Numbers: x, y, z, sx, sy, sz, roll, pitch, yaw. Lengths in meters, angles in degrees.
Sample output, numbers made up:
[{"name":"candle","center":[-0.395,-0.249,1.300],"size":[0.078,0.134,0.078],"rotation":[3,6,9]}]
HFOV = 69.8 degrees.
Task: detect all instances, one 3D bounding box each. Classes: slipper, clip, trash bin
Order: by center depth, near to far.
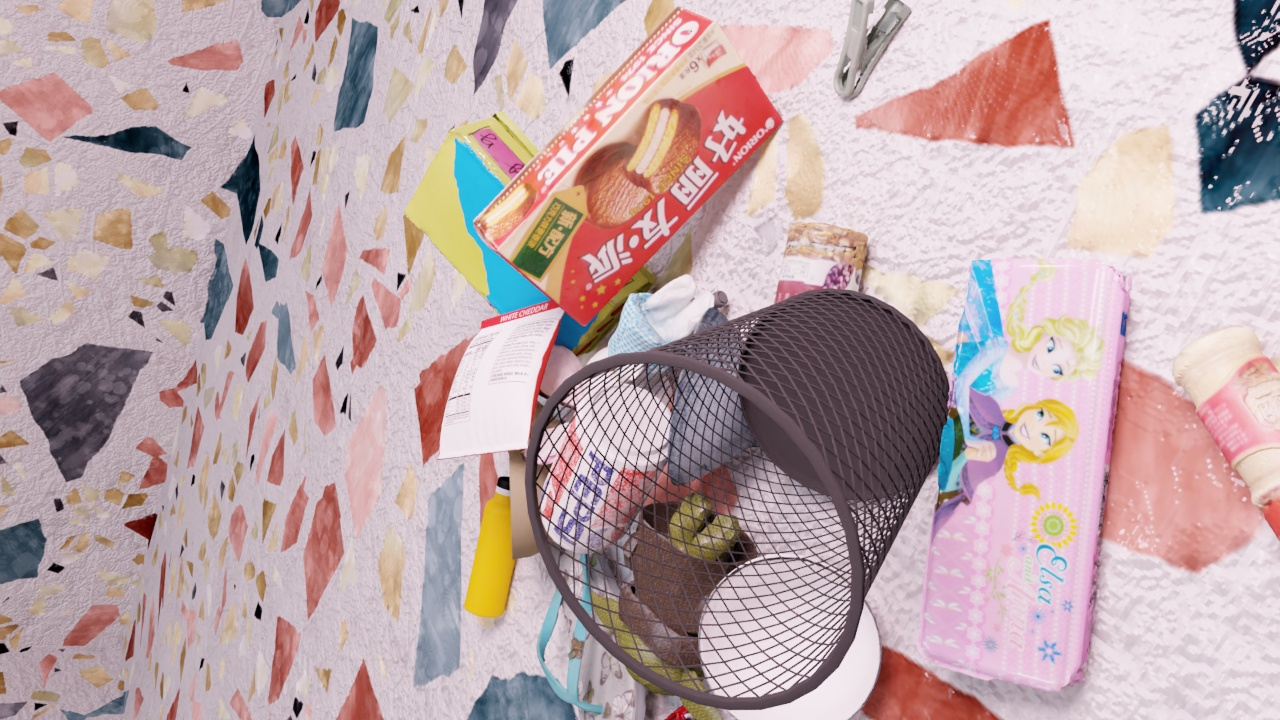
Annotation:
[{"name":"trash bin","center":[0.073,0.053,0.517],"size":[0.184,0.209,0.184],"rotation":[13,115,31]},{"name":"clip","center":[0.160,-0.224,0.659],"size":[0.023,0.059,0.076],"rotation":[62,142,43]},{"name":"slipper","center":[-0.056,0.223,0.811],"size":[0.098,0.054,0.268],"rotation":[-53,37,30]}]

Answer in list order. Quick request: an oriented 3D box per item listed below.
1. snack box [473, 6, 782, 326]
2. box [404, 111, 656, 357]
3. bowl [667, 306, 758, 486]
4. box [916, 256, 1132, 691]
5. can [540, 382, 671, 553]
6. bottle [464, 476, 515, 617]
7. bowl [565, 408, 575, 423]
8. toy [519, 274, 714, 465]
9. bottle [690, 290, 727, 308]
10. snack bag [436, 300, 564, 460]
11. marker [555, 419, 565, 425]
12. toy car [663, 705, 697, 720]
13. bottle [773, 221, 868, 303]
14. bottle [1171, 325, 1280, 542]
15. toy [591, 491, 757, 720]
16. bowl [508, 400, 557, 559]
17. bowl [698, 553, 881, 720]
[{"name":"snack box","center":[-0.009,-0.149,0.726],"size":[0.236,0.113,0.060],"rotation":[-45,43,3]},{"name":"box","center":[-0.104,-0.108,0.859],"size":[0.221,0.080,0.125],"rotation":[45,130,4]},{"name":"bowl","center":[0.067,0.032,0.681],"size":[0.057,0.137,0.137],"rotation":[12,92,15]},{"name":"box","center":[0.215,0.060,0.510],"size":[0.085,0.053,0.230],"rotation":[6,85,37]},{"name":"can","center":[-0.028,0.086,0.713],"size":[0.136,0.078,0.078],"rotation":[116,144,-43]},{"name":"bottle","center":[-0.151,0.195,0.970],"size":[0.043,0.043,0.143],"rotation":[18,96,54]},{"name":"bowl","center":[-0.041,0.064,0.852],"size":[0.110,0.040,0.109],"rotation":[-18,68,51]},{"name":"toy","center":[-0.005,0.004,0.770],"size":[0.206,0.105,0.130],"rotation":[-42,38,32]},{"name":"bottle","center":[0.033,-0.035,0.784],"size":[0.113,0.030,0.030],"rotation":[-26,62,49]},{"name":"snack bag","center":[-0.122,0.015,0.802],"size":[0.131,0.039,0.143],"rotation":[-12,56,43]},{"name":"marker","center":[-0.120,0.073,0.980],"size":[0.141,0.016,0.016],"rotation":[-8,75,53]},{"name":"toy car","center":[0.027,0.296,0.710],"size":[0.091,0.036,0.042],"rotation":[-57,40,39]},{"name":"bottle","center":[0.121,-0.040,0.641],"size":[0.056,0.056,0.105],"rotation":[13,92,54]},{"name":"bottle","center":[0.284,0.037,0.412],"size":[0.044,0.044,0.109],"rotation":[-45,47,39]},{"name":"toy","center":[0.032,0.178,0.693],"size":[0.179,0.078,0.153],"rotation":[32,113,47]},{"name":"bowl","center":[-0.096,0.107,0.854],"size":[0.152,0.050,0.152],"rotation":[177,91,-82]},{"name":"bowl","center":[0.096,0.179,0.598],"size":[0.063,0.113,0.113],"rotation":[14,-105,-81]}]
